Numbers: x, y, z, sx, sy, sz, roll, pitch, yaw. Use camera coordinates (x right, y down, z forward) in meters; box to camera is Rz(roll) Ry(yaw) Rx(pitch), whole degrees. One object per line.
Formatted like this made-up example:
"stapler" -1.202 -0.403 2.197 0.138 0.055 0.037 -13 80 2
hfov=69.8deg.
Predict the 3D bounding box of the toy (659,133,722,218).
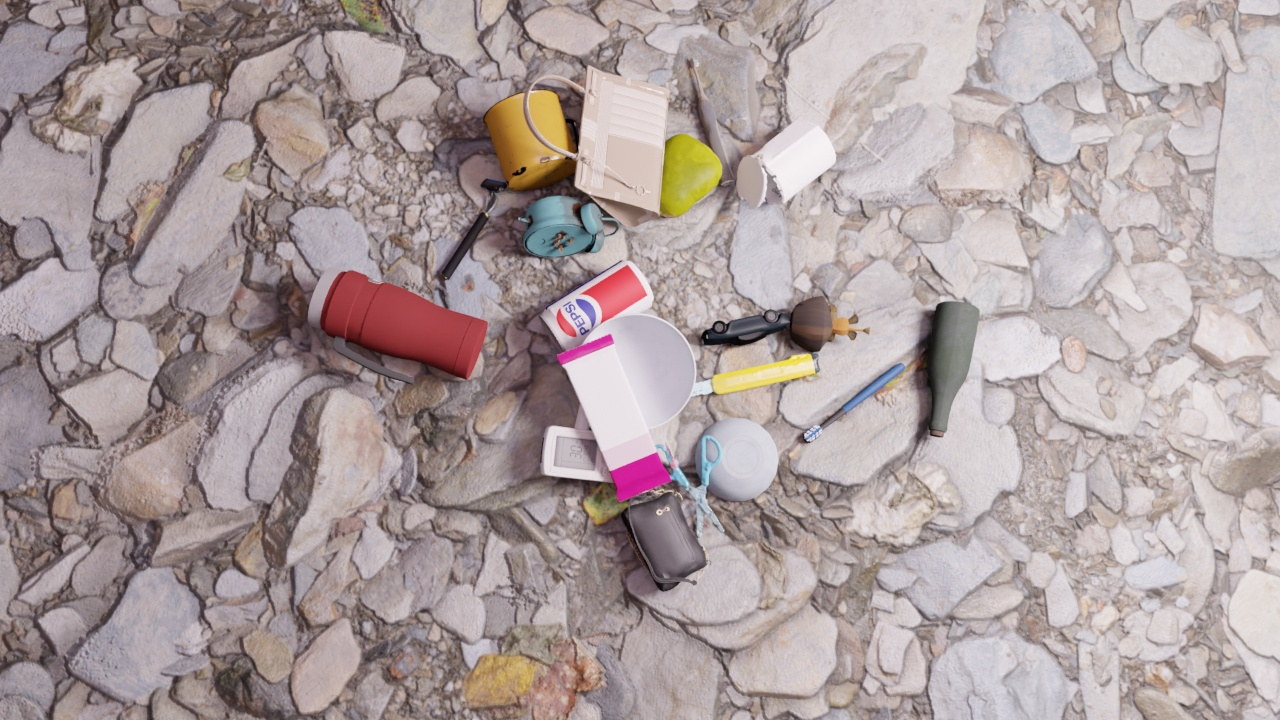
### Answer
"toy" 0.051 -0.237 1.192 0.090 0.051 0.110 36 82 4

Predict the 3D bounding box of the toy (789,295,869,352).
"toy" 0.241 -0.044 1.172 0.100 0.062 0.076 5 116 10

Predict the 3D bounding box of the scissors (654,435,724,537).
"scissors" 0.078 0.148 1.127 0.111 0.015 0.140 -38 87 25

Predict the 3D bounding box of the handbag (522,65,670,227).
"handbag" -0.060 -0.283 1.130 0.197 0.062 0.175 17 70 -36

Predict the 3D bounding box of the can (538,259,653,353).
"can" -0.055 -0.065 1.143 0.132 0.070 0.070 -33 85 -10

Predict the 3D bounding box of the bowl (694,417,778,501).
"bowl" 0.123 0.122 1.143 0.106 0.039 0.106 1 80 -5

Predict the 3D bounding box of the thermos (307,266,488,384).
"thermos" -0.296 -0.033 1.109 0.198 0.084 0.108 19 78 -4

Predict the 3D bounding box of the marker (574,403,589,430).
"marker" -0.068 0.064 1.146 0.020 0.020 0.141 13 79 -3

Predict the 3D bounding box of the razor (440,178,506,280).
"razor" -0.214 -0.166 1.172 0.043 0.022 0.144 21 81 42

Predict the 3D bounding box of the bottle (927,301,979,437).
"bottle" 0.395 0.013 1.179 0.055 0.055 0.174 13 81 -3

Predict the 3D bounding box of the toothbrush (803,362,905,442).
"toothbrush" 0.276 0.053 1.182 0.167 0.014 0.014 -36 74 -9

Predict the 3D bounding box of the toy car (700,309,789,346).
"toy car" 0.133 -0.038 1.168 0.112 0.046 0.034 -12 79 -9

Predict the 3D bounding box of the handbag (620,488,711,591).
"handbag" 0.032 0.216 1.112 0.079 0.054 0.128 -26 81 -13

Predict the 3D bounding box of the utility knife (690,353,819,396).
"utility knife" 0.124 0.024 1.171 0.223 0.019 0.030 -11 76 -12

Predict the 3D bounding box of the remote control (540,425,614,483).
"remote control" -0.054 0.117 1.119 0.138 0.025 0.060 9 81 -19

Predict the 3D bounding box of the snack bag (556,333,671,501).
"snack bag" -0.030 0.070 1.090 0.070 0.016 0.196 -23 103 -1

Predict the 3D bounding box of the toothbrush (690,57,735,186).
"toothbrush" 0.091 -0.321 1.226 0.024 0.022 0.185 -8 78 -38

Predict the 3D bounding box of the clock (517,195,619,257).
"clock" -0.089 -0.167 1.149 0.124 0.090 0.053 -7 71 -6

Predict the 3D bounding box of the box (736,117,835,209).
"box" 0.180 -0.252 1.191 0.143 0.089 0.080 -41 49 -9

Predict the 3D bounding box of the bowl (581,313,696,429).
"bowl" -0.007 0.007 1.123 0.144 0.074 0.144 0 104 -1

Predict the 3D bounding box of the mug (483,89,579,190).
"mug" -0.126 -0.276 1.163 0.123 0.101 0.094 -15 83 -37
